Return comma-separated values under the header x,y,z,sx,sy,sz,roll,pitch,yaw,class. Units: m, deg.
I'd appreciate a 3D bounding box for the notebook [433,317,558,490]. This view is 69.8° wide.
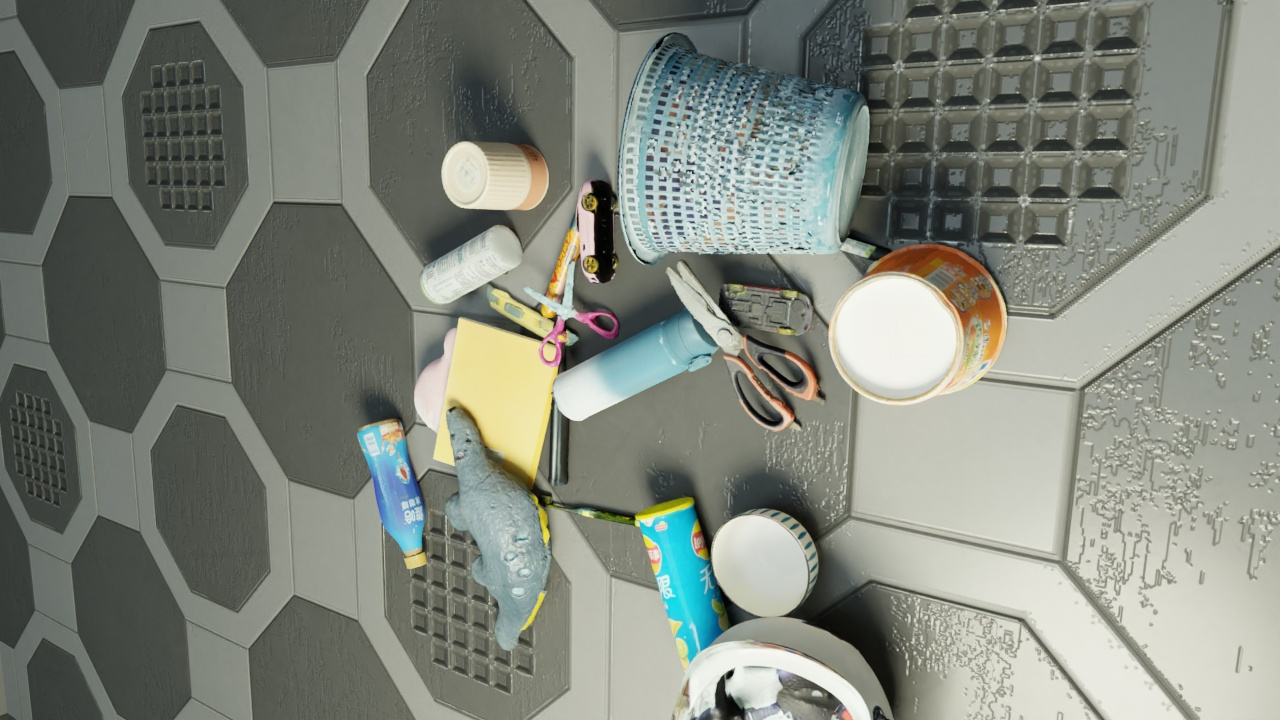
x,y,z,sx,sy,sz,roll,pitch,yaw,class
-0.189,0.059,1.203,0.146,0.010,0.206,16,109,7,notebook

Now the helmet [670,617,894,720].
x,y,z,sx,sy,sz,roll,pitch,yaw,class
0.163,0.368,0.958,0.230,0.145,0.259,-11,103,30,helmet

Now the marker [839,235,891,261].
x,y,z,sx,sy,sz,roll,pitch,yaw,class
0.198,-0.124,0.938,0.124,0.015,0.018,23,109,26,marker

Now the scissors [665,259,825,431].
x,y,z,sx,sy,sz,roll,pitch,yaw,class
0.112,-0.022,0.972,0.194,0.015,0.207,5,115,19,scissors

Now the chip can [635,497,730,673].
x,y,z,sx,sy,sz,roll,pitch,yaw,class
0.058,0.269,1.065,0.071,0.071,0.210,-19,87,35,chip can

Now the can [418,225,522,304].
x,y,z,sx,sy,sz,roll,pitch,yaw,class
-0.223,-0.123,1.198,0.147,0.058,0.058,-22,85,35,can

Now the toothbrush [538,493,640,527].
x,y,z,sx,sy,sz,roll,pitch,yaw,class
-0.059,0.192,1.168,0.186,0.012,0.017,5,90,34,toothbrush

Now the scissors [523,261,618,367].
x,y,z,sx,sy,sz,roll,pitch,yaw,class
-0.086,-0.054,1.122,0.136,0.017,0.133,10,96,11,scissors

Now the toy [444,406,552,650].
x,y,z,sx,sy,sz,roll,pitch,yaw,class
-0.182,0.230,1.207,0.138,0.091,0.356,-3,106,40,toy

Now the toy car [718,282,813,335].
x,y,z,sx,sy,sz,roll,pitch,yaw,class
0.134,-0.055,0.982,0.106,0.031,0.049,9,104,28,toy car

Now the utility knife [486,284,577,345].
x,y,z,sx,sy,sz,roll,pitch,yaw,class
-0.142,-0.056,1.185,0.163,0.018,0.031,26,116,23,utility knife

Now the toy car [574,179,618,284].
x,y,z,sx,sy,sz,roll,pitch,yaw,class
-0.053,-0.151,1.079,0.037,0.056,0.122,4,100,30,toy car

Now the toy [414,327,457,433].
x,y,z,sx,sy,sz,roll,pitch,yaw,class
-0.247,0.037,1.244,0.121,0.054,0.160,37,118,15,toy

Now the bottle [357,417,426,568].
x,y,z,sx,sy,sz,roll,pitch,yaw,class
-0.354,0.194,1.339,0.065,0.065,0.218,-17,89,35,bottle

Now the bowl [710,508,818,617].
x,y,z,sx,sy,sz,roll,pitch,yaw,class
0.143,0.214,1.001,0.117,0.066,0.116,7,103,33,bowl

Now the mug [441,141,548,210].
x,y,z,sx,sy,sz,roll,pitch,yaw,class
-0.190,-0.228,1.129,0.115,0.105,0.082,13,105,32,mug

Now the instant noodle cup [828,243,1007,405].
x,y,z,sx,sy,sz,roll,pitch,yaw,class
0.250,-0.029,0.853,0.151,0.111,0.151,8,106,31,instant noodle cup

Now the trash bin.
x,y,z,sx,sy,sz,roll,pitch,yaw,class
0.109,-0.189,0.884,0.195,0.226,0.227,12,105,19,trash bin

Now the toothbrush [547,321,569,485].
x,y,z,sx,sy,sz,roll,pitch,yaw,class
-0.103,0.055,1.162,0.027,0.026,0.213,3,103,2,toothbrush

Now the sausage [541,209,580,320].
x,y,z,sx,sy,sz,roll,pitch,yaw,class
-0.091,-0.122,1.130,0.021,0.021,0.165,33,114,26,sausage

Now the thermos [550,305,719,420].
x,y,z,sx,sy,sz,roll,pitch,yaw,class
-0.006,0.006,1.068,0.221,0.070,0.070,-26,83,35,thermos
